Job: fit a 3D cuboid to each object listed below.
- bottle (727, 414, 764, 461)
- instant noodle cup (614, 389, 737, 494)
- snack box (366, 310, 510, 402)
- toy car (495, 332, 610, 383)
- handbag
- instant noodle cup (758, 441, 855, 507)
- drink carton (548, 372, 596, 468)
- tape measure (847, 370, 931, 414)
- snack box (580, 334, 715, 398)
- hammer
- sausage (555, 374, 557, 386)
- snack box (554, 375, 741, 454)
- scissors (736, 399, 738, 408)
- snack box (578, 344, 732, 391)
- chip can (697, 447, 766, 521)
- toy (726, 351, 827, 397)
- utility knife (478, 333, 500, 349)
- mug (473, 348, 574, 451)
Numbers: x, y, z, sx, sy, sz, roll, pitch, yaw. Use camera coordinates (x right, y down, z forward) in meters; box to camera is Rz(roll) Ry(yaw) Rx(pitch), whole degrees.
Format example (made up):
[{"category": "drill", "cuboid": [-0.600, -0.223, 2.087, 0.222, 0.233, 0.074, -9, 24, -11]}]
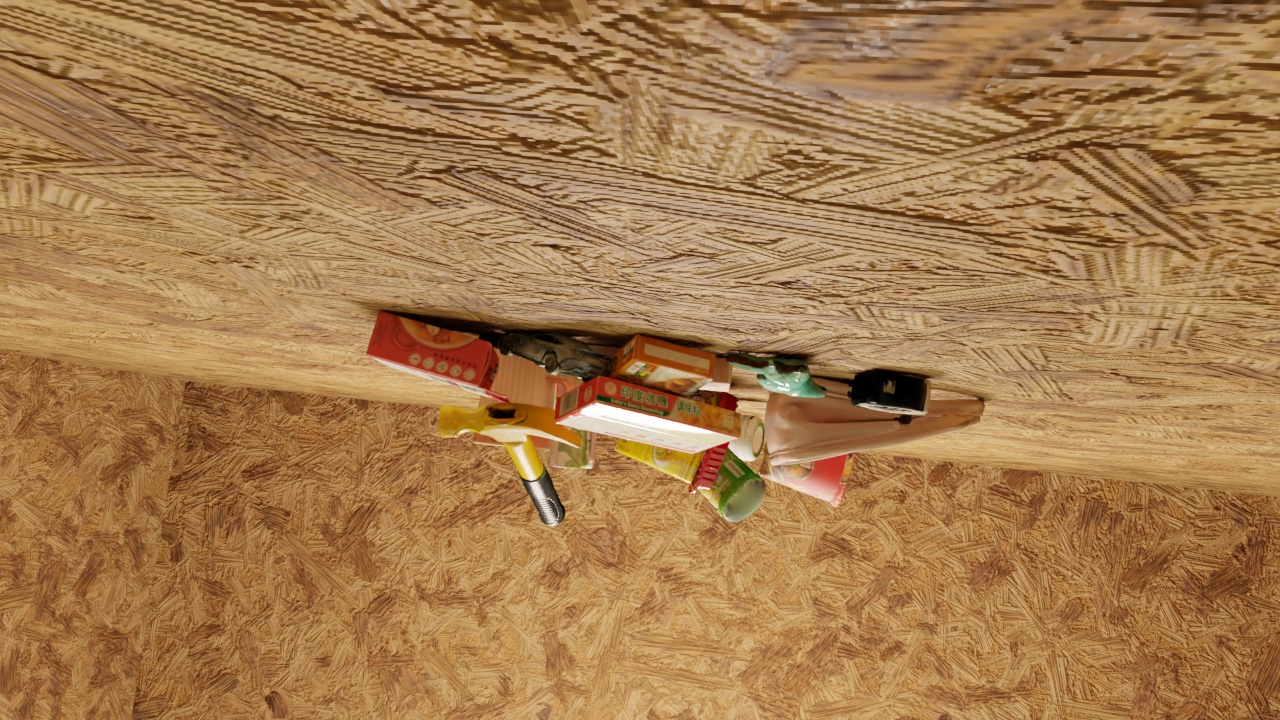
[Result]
[{"category": "bottle", "cuboid": [0.084, 0.102, 1.375, 0.197, 0.068, 0.068, 8, 175, 25]}, {"category": "instant noodle cup", "cuboid": [0.042, 0.081, 1.110, 0.123, 0.116, 0.116, 18, -150, 0]}, {"category": "snack box", "cuboid": [-0.177, -0.001, 0.851, 0.127, 0.044, 0.113, 17, 172, -4]}, {"category": "toy car", "cuboid": [-0.080, -0.007, 0.831, 0.121, 0.037, 0.054, 14, 177, 44]}, {"category": "handbag", "cuboid": [0.256, 0.065, 1.007, 0.234, 0.093, 0.193, -2, 173, 4]}, {"category": "instant noodle cup", "cuboid": [0.217, 0.110, 1.181, 0.108, 0.138, 0.138, 14, 175, 9]}, {"category": "drink carton", "cuboid": [-0.071, 0.062, 1.041, 0.045, 0.122, 0.053, 4, 173, 12]}, {"category": "tape measure", "cuboid": [0.234, 0.030, 0.849, 0.066, 0.033, 0.066, 9, 175, -7]}, {"category": "snack box", "cuboid": [0.002, 0.020, 0.837, 0.075, 0.026, 0.154, 15, 157, -18]}, {"category": "hammer", "cuboid": [-0.114, 0.116, 0.969, 0.129, 0.032, 0.301, 0, 153, 4]}, {"category": "sausage", "cuboid": [-0.052, 0.033, 1.220, 0.165, 0.021, 0.021, 10, 173, -28]}, {"category": "snack box", "cuboid": [0.008, 0.053, 0.839, 0.155, 0.027, 0.077, 16, 155, -29]}, {"category": "scissors", "cuboid": [0.075, 0.058, 1.338, 0.171, 0.019, 0.177, 7, 175, 1]}, {"category": "snack box", "cuboid": [0.011, 0.008, 0.903, 0.157, 0.026, 0.084, 6, 173, 5]}, {"category": "chip can", "cuboid": [0.077, 0.124, 1.222, 0.072, 0.073, 0.221, 12, -157, -43]}, {"category": "toy", "cuboid": [0.124, 0.011, 0.822, 0.096, 0.030, 0.092, 13, 170, 7]}, {"category": "utility knife", "cuboid": [-0.083, -0.003, 0.949, 0.033, 0.015, 0.216, 5, 174, 43]}, {"category": "mug", "cuboid": [-0.121, 0.043, 0.994, 0.115, 0.106, 0.081, 3, 173, 30]}]
